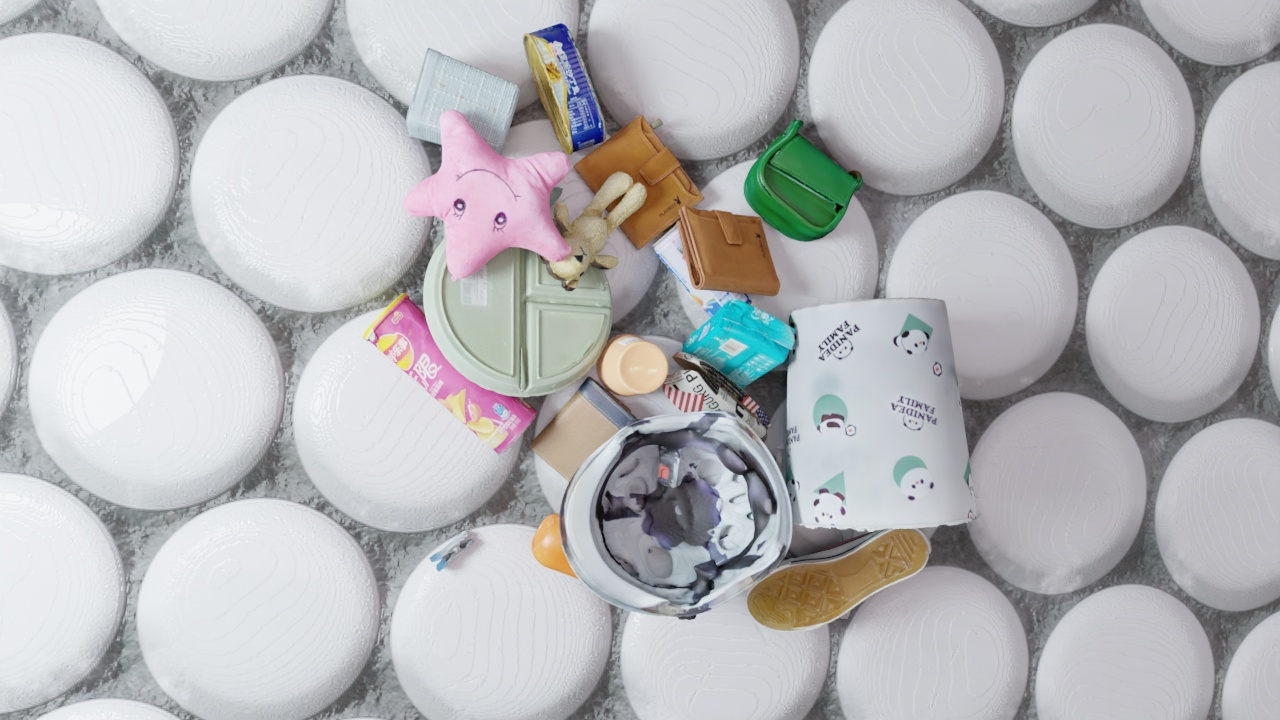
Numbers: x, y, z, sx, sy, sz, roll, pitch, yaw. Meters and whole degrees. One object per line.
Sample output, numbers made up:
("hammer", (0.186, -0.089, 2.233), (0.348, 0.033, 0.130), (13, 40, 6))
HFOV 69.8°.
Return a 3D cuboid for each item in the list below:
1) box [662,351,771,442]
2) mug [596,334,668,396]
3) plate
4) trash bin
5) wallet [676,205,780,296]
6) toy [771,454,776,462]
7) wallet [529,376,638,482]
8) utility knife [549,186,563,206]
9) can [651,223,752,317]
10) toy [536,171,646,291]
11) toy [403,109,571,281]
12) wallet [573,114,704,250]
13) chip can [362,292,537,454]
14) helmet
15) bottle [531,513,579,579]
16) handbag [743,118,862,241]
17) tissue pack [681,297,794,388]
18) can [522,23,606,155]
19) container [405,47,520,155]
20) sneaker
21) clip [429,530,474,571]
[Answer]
("box", (0.099, 0.040, 1.108), (0.163, 0.075, 0.082), (41, 47, -29))
("mug", (-0.006, 0.006, 1.083), (0.078, 0.123, 0.078), (0, 90, -9))
("plate", (-0.137, -0.072, 1.075), (0.230, 0.028, 0.230), (5, 75, -21))
("trash bin", (0.276, 0.062, 1.086), (0.229, 0.230, 0.252), (-2, 87, -9))
("wallet", (0.107, -0.131, 1.108), (0.131, 0.031, 0.107), (2, 68, -39))
("toy", (0.124, 0.163, 1.156), (0.092, 0.030, 0.096), (4, 98, -4))
("wallet", (-0.066, 0.090, 1.118), (0.090, 0.033, 0.115), (41, 91, -5))
("utility knife", (-0.173, -0.205, 1.107), (0.157, 0.013, 0.029), (6, 88, -7))
("can", (0.075, -0.106, 1.128), (0.053, 0.053, 0.134), (-42, 97, -6))
("toy", (-0.053, -0.155, 1.075), (0.105, 0.066, 0.157), (46, 73, -24))
("toy", (-0.164, -0.165, 1.016), (0.194, 0.074, 0.179), (24, 100, 0))
("wallet", (0.003, -0.222, 1.127), (0.119, 0.035, 0.130), (-38, 97, 0))
("chip can", (-0.220, 0.017, 1.075), (0.210, 0.071, 0.071), (42, 85, -8))
("helmet", (0.039, 0.181, 1.071), (0.258, 0.146, 0.229), (-22, 76, -5))
("bottle", (-0.058, 0.243, 1.114), (0.149, 0.067, 0.066), (32, 86, -16))
("handbag", (0.203, -0.220, 1.144), (0.131, 0.068, 0.120), (39, 78, -7))
("tissue pack", (0.114, -0.017, 1.101), (0.093, 0.134, 0.050), (27, 61, -12))
("can", (-0.090, -0.321, 1.087), (0.049, 0.075, 0.148), (-22, 94, -12))
("container", (-0.204, -0.291, 1.063), (0.111, 0.090, 0.090), (17, 89, -12))
("sneaker", (0.248, 0.265, 1.151), (0.241, 0.087, 0.118), (-28, 83, 14))
("clip", (-0.227, 0.228, 1.103), (0.058, 0.026, 0.038), (-36, 105, -12))
